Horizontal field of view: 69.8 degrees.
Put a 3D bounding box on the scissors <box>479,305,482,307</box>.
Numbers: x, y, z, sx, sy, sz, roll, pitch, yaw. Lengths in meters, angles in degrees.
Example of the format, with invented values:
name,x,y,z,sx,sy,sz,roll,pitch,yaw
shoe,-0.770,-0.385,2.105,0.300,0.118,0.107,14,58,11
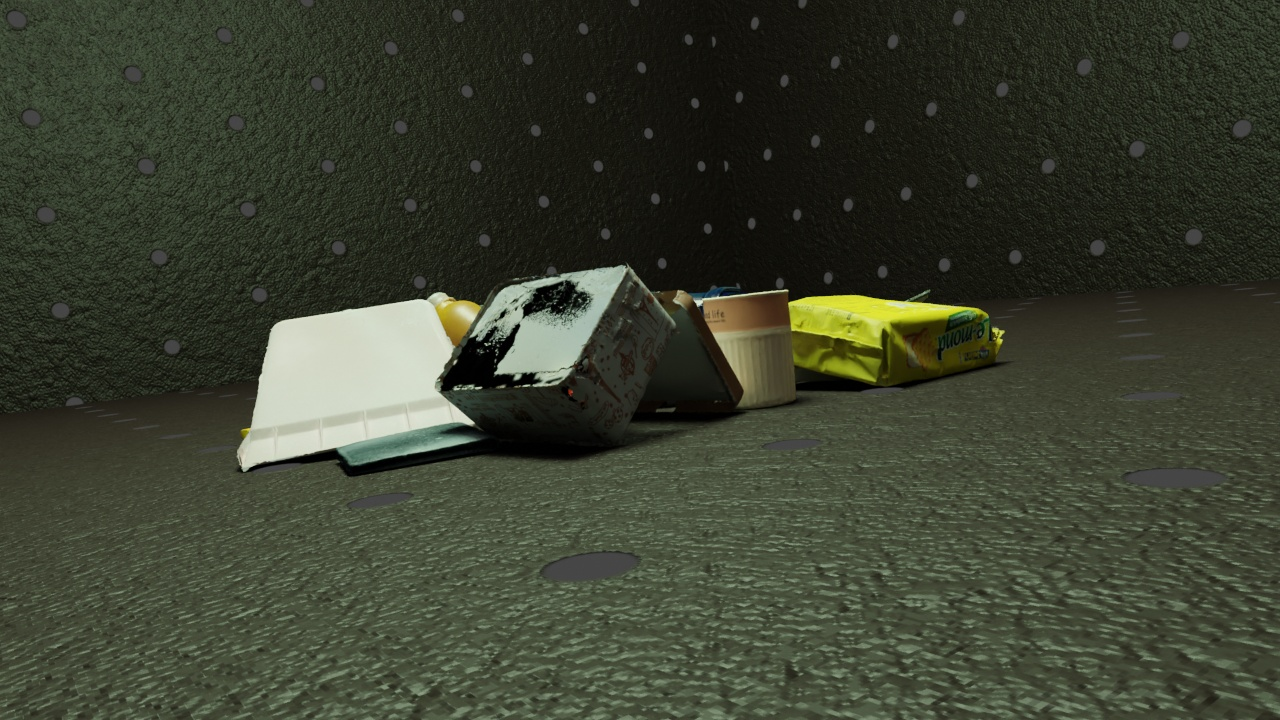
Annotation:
name,x,y,z,sx,sy,sz,roll,pitch,yaw
scissors,-0.140,-0.012,1.144,0.019,0.178,0.170,-47,-1,-4

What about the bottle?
name,x,y,z,sx,sy,sz,roll,pitch,yaw
bottle,-0.175,-0.015,1.052,0.189,0.068,0.067,35,23,23

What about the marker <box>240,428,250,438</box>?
name,x,y,z,sx,sy,sz,roll,pitch,yaw
marker,-0.426,0.081,1.072,0.018,0.015,0.123,-4,1,9

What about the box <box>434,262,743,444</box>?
name,x,y,z,sx,sy,sz,roll,pitch,yaw
box,-0.039,0.022,0.814,0.183,0.193,0.156,-2,49,44

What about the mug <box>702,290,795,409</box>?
name,x,y,z,sx,sy,sz,roll,pitch,yaw
mug,0.106,-0.012,0.892,0.082,0.106,0.114,-6,4,4

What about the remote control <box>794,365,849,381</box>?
name,x,y,z,sx,sy,sz,roll,pitch,yaw
remote control,0.160,0.008,0.994,0.135,0.019,0.056,-1,16,-24

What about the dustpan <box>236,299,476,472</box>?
name,x,y,z,sx,sy,sz,roll,pitch,yaw
dustpan,-0.278,0.044,0.950,0.222,0.139,0.273,-8,43,-12

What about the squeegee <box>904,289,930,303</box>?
name,x,y,z,sx,sy,sz,roll,pitch,yaw
squeegee,0.233,-0.011,1.224,0.246,0.039,0.247,-25,0,-10

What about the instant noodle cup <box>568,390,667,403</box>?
name,x,y,z,sx,sy,sz,roll,pitch,yaw
instant noodle cup,-0.006,0.006,1.029,0.165,0.079,0.188,-5,5,17

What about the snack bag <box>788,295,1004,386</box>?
name,x,y,z,sx,sy,sz,roll,pitch,yaw
snack bag,0.263,-0.029,0.985,0.245,0.068,0.158,-7,16,-40

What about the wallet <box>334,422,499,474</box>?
name,x,y,z,sx,sy,sz,roll,pitch,yaw
wallet,-0.190,0.073,0.769,0.120,0.019,0.097,-10,6,-24

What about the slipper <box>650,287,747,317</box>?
name,x,y,z,sx,sy,sz,roll,pitch,yaw
slipper,0.094,-0.039,1.149,0.252,0.105,0.095,-1,-13,-25
